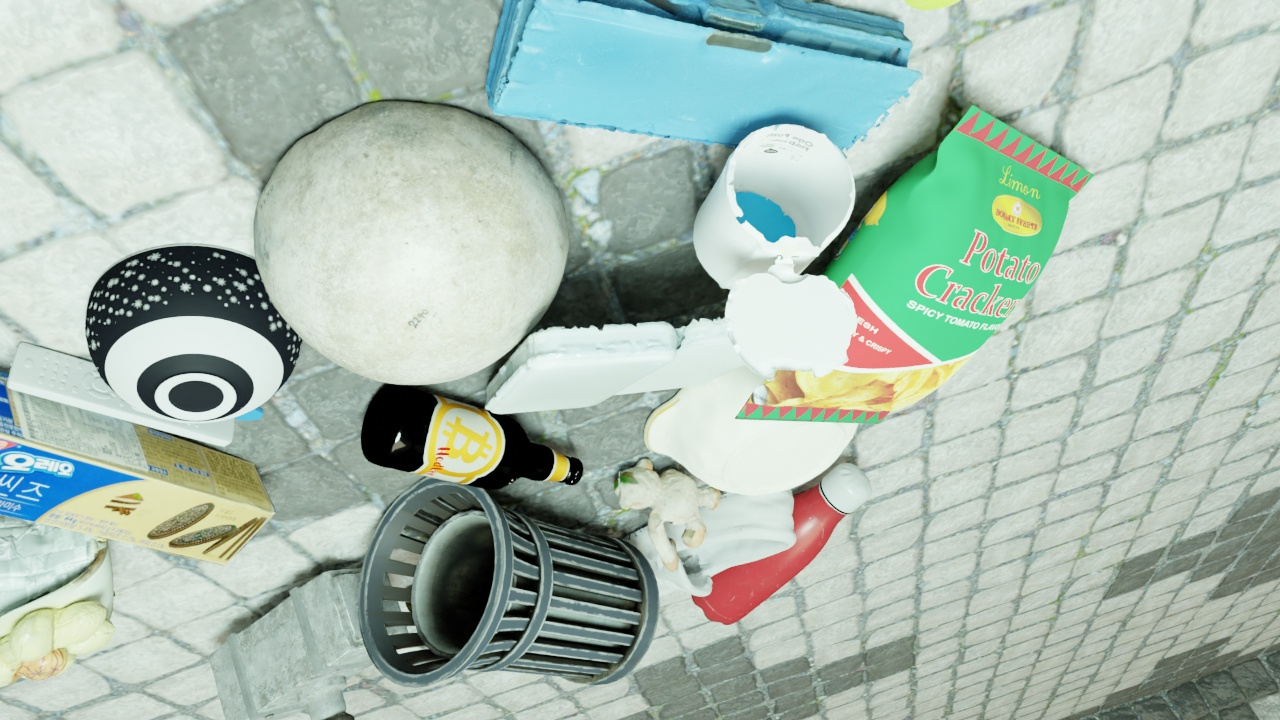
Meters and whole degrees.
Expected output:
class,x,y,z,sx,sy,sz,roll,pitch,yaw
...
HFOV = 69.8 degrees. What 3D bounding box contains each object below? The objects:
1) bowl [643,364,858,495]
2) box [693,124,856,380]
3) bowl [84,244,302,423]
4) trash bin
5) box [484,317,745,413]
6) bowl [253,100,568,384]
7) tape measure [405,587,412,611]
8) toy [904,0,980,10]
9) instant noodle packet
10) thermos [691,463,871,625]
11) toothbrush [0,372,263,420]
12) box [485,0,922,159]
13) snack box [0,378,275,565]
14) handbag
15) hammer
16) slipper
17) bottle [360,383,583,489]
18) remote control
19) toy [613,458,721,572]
class,x,y,z,sx,sy,sz,roll,pitch,yaw
bowl,0.115,0.063,0.795,0.219,0.060,0.189,-10,142,-10
box,0.075,-0.051,0.537,0.080,0.150,0.106,7,167,-6
bowl,-0.264,-0.003,0.548,0.120,0.066,0.120,-12,142,-9
trash bin,-0.101,0.205,0.804,0.164,0.164,0.227,-36,143,21
box,-0.004,0.005,0.628,0.188,0.037,0.209,-1,169,-20
bowl,-0.123,-0.047,0.515,0.178,0.081,0.179,-9,128,-12
tape measure,-0.184,0.229,0.891,0.066,0.037,0.064,-36,139,20
toy,0.182,-0.225,0.481,0.115,0.046,0.092,-4,141,-30
instant noodle packet,0.198,-0.047,0.655,0.195,0.090,0.253,5,128,-45
thermos,0.146,0.187,0.950,0.073,0.073,0.241,14,131,-36
toothbrush,-0.334,0.027,0.599,0.166,0.014,0.016,12,133,-34
box,0.038,-0.155,0.500,0.231,0.052,0.093,2,139,-25
snack box,-0.342,0.077,0.596,0.057,0.056,0.206,-44,145,5
handbag,-0.464,0.173,0.636,0.171,0.123,0.113,-3,146,-29
hammer,-0.251,0.355,0.788,0.177,0.326,0.079,-36,157,21
slipper,0.053,0.198,0.924,0.247,0.074,0.112,-31,126,29
bottle,-0.119,0.068,0.703,0.181,0.059,0.059,21,128,-40
remote control,-0.322,0.024,0.578,0.130,0.033,0.012,25,123,-38
toy,0.016,0.132,0.830,0.106,0.085,0.074,35,151,-24
